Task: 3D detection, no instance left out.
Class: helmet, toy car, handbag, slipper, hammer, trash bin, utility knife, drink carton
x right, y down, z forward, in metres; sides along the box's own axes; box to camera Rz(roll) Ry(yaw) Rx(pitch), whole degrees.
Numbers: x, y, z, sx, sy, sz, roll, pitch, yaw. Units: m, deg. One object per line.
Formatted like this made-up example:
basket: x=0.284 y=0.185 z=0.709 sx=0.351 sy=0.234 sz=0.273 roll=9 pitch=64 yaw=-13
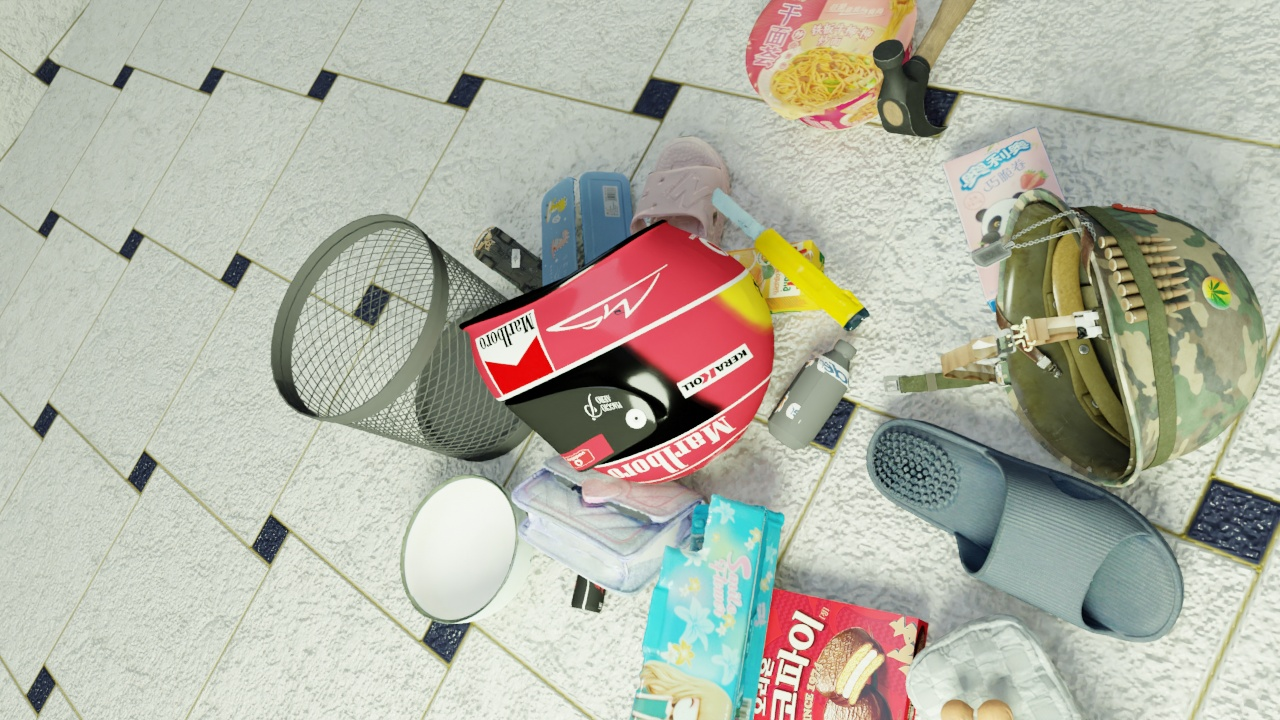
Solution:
helmet: x=-0.005 y=0.005 z=0.861 sx=0.271 sy=0.197 sz=0.224 roll=-27 pitch=97 yaw=16
toy car: x=-0.146 y=-0.114 z=1.100 sx=0.112 sy=0.047 sz=0.047 roll=37 pitch=92 yaw=7
handbag: x=-0.031 y=0.142 z=0.888 sx=0.159 sy=0.069 sz=0.126 roll=21 pitch=41 yaw=35
slipper: x=0.039 y=-0.144 z=0.990 sx=0.094 sy=0.064 sz=0.239 roll=-5 pitch=70 yaw=30
hammer: x=0.313 y=-0.350 z=0.893 sx=0.040 sy=0.132 sz=0.304 roll=20 pitch=70 yaw=35
trash bin: x=-0.233 y=-0.009 z=0.996 sx=0.218 sy=0.227 sz=0.217 roll=-12 pitch=65 yaw=27
handbag: x=0.260 y=0.271 z=0.648 sx=0.113 sy=0.123 sz=0.171 roll=-36 pitch=62 yaw=21
utility knife: x=0.138 y=-0.104 z=0.890 sx=0.030 sy=0.019 sz=0.227 roll=-43 pitch=59 yaw=2
drink carton: x=0.126 y=-0.080 z=0.925 sx=0.123 sy=0.041 sz=0.058 roll=-4 pitch=69 yaw=29
helmet: x=0.322 y=-0.019 z=0.683 sx=0.236 sy=0.193 sz=0.224 roll=-26 pitch=79 yaw=-4
slipper: x=0.277 y=0.122 z=0.709 sx=0.264 sy=0.082 sz=0.101 roll=32 pitch=111 yaw=39

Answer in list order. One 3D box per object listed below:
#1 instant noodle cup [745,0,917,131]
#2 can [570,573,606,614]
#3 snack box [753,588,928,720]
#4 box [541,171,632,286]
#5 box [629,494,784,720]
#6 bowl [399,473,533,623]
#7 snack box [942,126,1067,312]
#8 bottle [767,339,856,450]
instant noodle cup: x=0.206 y=-0.317 z=0.952 sx=0.179 sy=0.077 sz=0.178 roll=-11 pitch=66 yaw=27
can: x=-0.046 y=0.210 z=0.915 sx=0.032 sy=0.031 sz=0.080 roll=3 pitch=72 yaw=32
snack box: x=0.157 y=0.279 z=0.761 sx=0.133 sy=0.036 sz=0.152 roll=4 pitch=73 yaw=32
box: x=-0.063 y=-0.121 z=1.038 sx=0.122 sy=0.047 sz=0.209 roll=-10 pitch=63 yaw=11
box: x=0.039 y=0.225 z=0.772 sx=0.097 sy=0.117 sz=0.226 roll=-8 pitch=64 yaw=48
bowl: x=-0.174 y=0.202 z=0.970 sx=0.154 sy=0.073 sz=0.153 roll=-12 pitch=65 yaw=26
snack box: x=0.335 y=-0.126 z=0.821 sx=0.088 sy=0.033 sz=0.154 roll=-19 pitch=62 yaw=24
bottle: x=0.162 y=0.030 z=0.854 sx=0.047 sy=0.047 sz=0.112 roll=34 pitch=90 yaw=36
